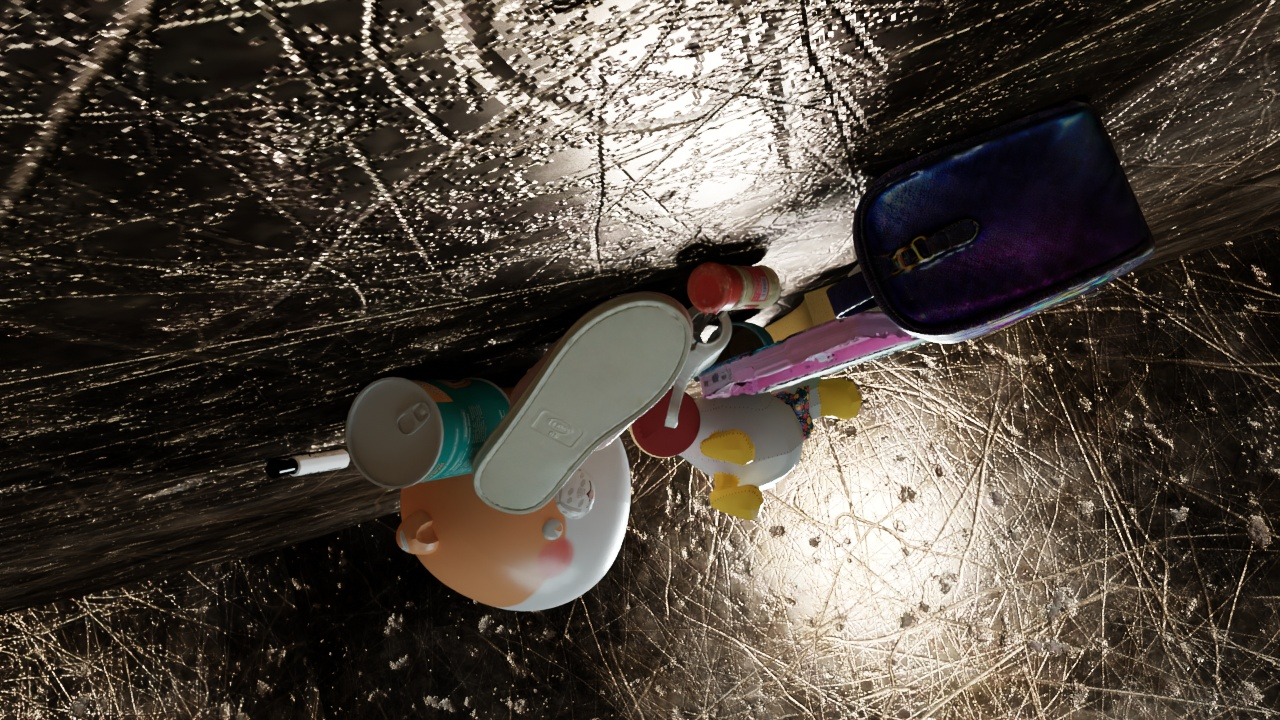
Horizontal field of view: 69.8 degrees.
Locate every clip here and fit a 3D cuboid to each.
[{"bbox_3d":[0.051,-0.004,0.898,0.147,0.081,0.125,-60,174,-8],"label":"clip"}]

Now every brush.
[{"bbox_3d":[0.290,-0.056,1.214,0.195,0.075,0.250,-16,173,-8],"label":"brush"}]

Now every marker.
[{"bbox_3d":[-0.416,0.129,1.146,0.025,0.025,0.125,-20,172,23],"label":"marker"}]

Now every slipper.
[{"bbox_3d":[-0.058,0.037,0.843,0.275,0.114,0.054,-46,-157,21],"label":"slipper"}]

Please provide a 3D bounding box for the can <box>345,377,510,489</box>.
[{"bbox_3d":[-0.197,0.066,0.882,0.099,0.099,0.143,-20,173,18],"label":"can"}]

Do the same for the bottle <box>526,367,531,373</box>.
[{"bbox_3d":[-0.059,0.008,0.916,0.109,0.063,0.063,-19,173,16],"label":"bottle"}]

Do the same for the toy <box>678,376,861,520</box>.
[{"bbox_3d":[0.149,0.089,1.199,0.247,0.141,0.266,-2,-157,25],"label":"toy"}]

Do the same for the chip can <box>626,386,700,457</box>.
[{"bbox_3d":[0.010,0.062,1.190,0.087,0.087,0.213,-16,-171,-9],"label":"chip can"}]

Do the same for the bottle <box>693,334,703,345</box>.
[{"bbox_3d":[-0.007,0.006,1.097,0.161,0.046,0.072,-14,172,-22],"label":"bottle"}]

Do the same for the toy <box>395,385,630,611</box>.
[{"bbox_3d":[-0.148,0.155,1.067,0.280,0.262,0.266,17,163,-42],"label":"toy"}]

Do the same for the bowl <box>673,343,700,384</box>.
[{"bbox_3d":[0.010,-0.002,1.009,0.115,0.062,0.115,-17,173,-2],"label":"bowl"}]

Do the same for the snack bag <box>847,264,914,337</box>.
[{"bbox_3d":[0.286,-0.078,0.955,0.070,0.094,0.206,-17,173,-2],"label":"snack bag"}]

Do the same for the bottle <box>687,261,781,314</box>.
[{"bbox_3d":[0.083,-0.063,0.796,0.044,0.044,0.109,-22,173,32],"label":"bottle"}]

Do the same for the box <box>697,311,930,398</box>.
[{"bbox_3d":[0.188,-0.002,0.929,0.158,0.035,0.231,0,166,-36],"label":"box"}]

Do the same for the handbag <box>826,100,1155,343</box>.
[{"bbox_3d":[0.253,-0.084,0.709,0.222,0.125,0.204,-22,172,19],"label":"handbag"}]

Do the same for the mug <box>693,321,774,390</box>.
[{"bbox_3d":[0.118,-0.004,1.162,0.112,0.084,0.104,-27,178,19],"label":"mug"}]
